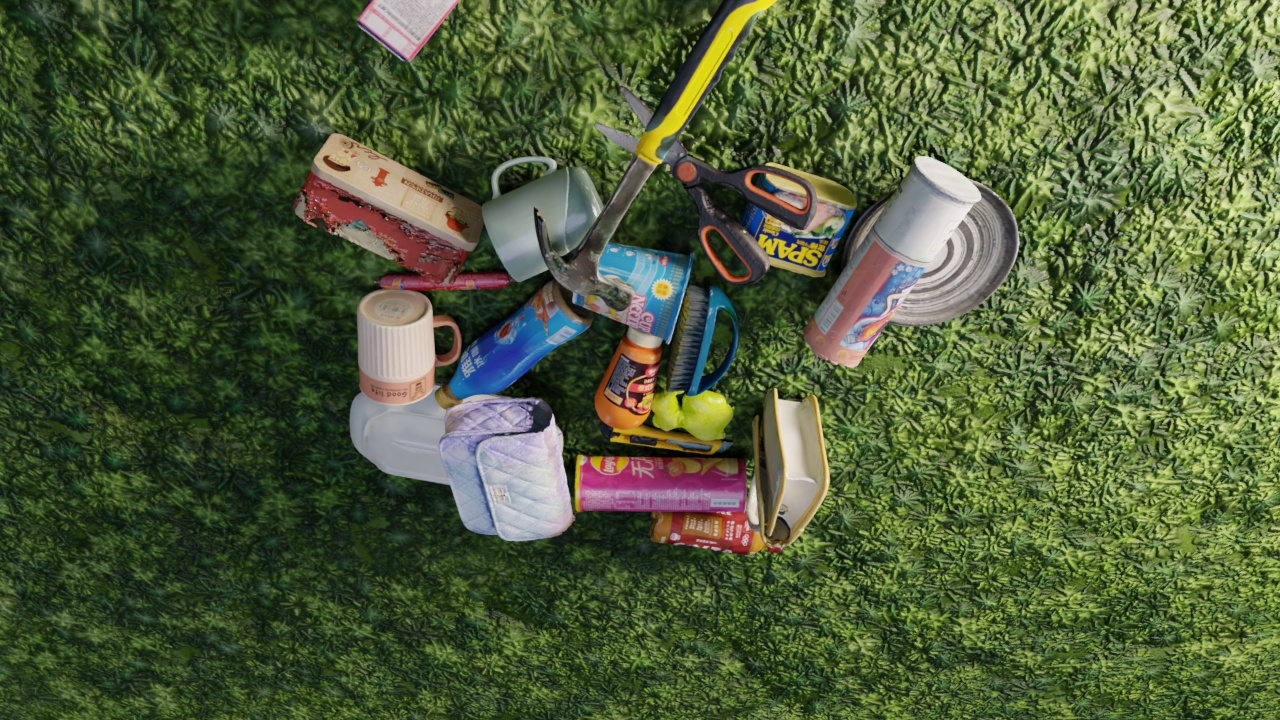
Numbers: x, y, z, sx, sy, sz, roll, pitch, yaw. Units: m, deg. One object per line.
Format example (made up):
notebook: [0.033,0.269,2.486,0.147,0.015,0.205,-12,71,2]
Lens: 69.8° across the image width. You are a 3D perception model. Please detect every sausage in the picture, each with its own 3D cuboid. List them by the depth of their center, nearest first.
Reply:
sausage: [-0.212,-0.085,0.993,0.156,0.020,0.020,-1,129,3]

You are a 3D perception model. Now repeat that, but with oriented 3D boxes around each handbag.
handbag: [0.152,0.139,1.069,0.063,0.163,0.179,14,128,-7]
handbag: [-0.155,0.133,1.078,0.134,0.075,0.194,-4,134,3]

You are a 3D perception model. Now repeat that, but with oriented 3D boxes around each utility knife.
utility knife: [0.032,0.097,1.132,0.167,0.015,0.033,8,131,-5]

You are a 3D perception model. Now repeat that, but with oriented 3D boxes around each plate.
plate: [0.296,-0.112,0.952,0.179,0.024,0.180,0,127,0]
plate: [-0.230,0.104,1.135,0.265,0.034,0.162,12,128,-8]

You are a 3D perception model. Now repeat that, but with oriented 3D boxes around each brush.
brush: [0.071,-0.019,1.013,0.073,0.055,0.144,8,128,-4]

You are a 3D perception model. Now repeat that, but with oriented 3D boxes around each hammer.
hammer: [0.015,-0.200,0.824,0.126,0.032,0.324,23,109,-32]

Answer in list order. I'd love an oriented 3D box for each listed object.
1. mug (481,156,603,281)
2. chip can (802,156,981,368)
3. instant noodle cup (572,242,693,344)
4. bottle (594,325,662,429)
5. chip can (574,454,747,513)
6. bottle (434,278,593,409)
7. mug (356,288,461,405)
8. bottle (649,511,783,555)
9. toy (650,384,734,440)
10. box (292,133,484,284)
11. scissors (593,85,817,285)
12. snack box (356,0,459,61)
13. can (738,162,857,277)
mug: [-0.095,-0.149,0.899,0.106,0.082,0.112,-24,96,7]
chip can: [0.242,-0.092,0.909,0.071,0.071,0.215,19,126,-13]
instant noodle cup: [-0.010,-0.078,0.950,0.110,0.099,0.099,15,128,1]
bottle: [-0.006,0.006,1.036,0.066,0.066,0.150,13,121,-9]
chip can: [0.026,0.154,1.144,0.210,0.071,0.071,1,129,1]
bottle: [-0.148,-0.010,1.023,0.219,0.065,0.065,-35,120,27]
mug: [-0.255,-0.019,1.016,0.114,0.081,0.106,-11,131,-24]
bottle: [0.101,0.221,1.202,0.175,0.057,0.058,9,128,-6]
toy: [0.061,0.061,1.093,0.100,0.031,0.097,-10,126,10]
box: [-0.247,-0.140,0.904,0.168,0.091,0.077,25,122,-17]
scissors: [0.067,-0.176,0.871,0.198,0.021,0.227,-16,108,24]
snack box: [-0.153,-0.345,0.759,0.058,0.057,0.208,36,121,-27]
can: [0.153,-0.140,0.913,0.102,0.057,0.083,14,126,-9]
